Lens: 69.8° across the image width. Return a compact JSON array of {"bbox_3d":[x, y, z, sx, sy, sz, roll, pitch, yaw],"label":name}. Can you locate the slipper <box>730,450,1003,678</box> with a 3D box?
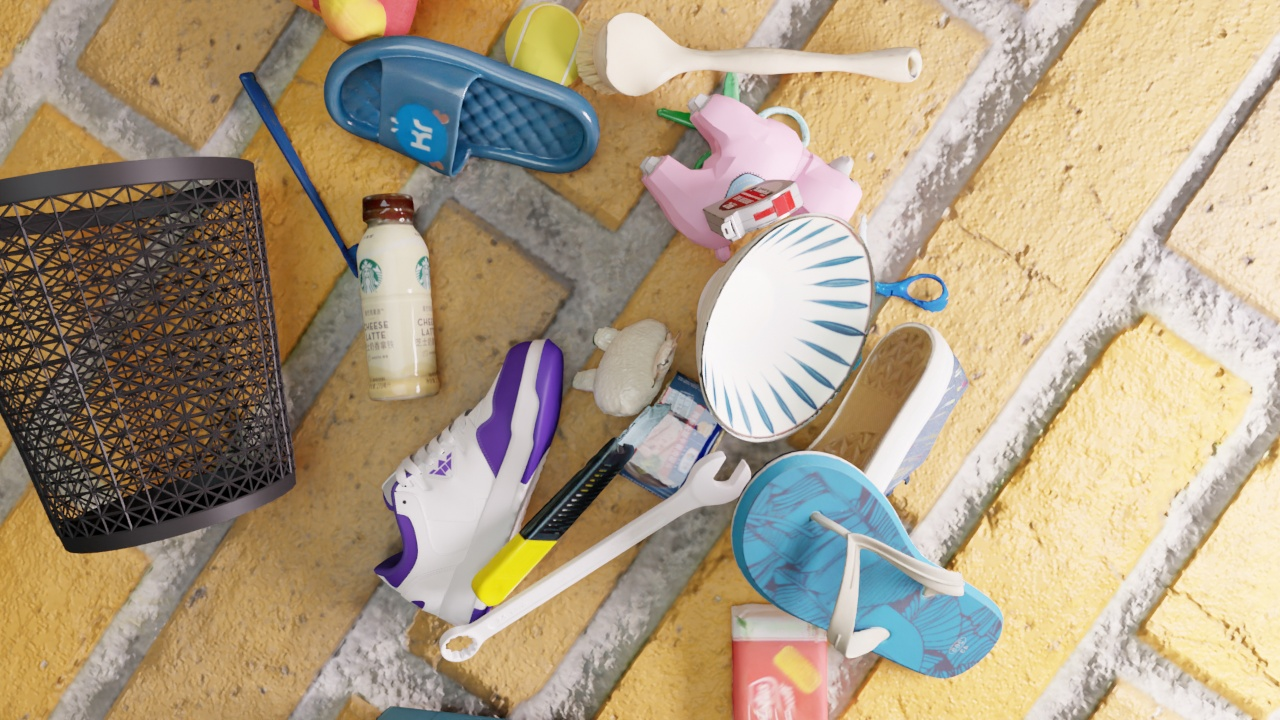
[{"bbox_3d":[0.174,0.172,0.667,0.295,0.060,0.118,37,107,-28],"label":"slipper"}]

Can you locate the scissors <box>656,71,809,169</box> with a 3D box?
[{"bbox_3d":[0.076,-0.184,0.741,0.131,0.011,0.125,4,94,0],"label":"scissors"}]

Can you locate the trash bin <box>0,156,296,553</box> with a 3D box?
[{"bbox_3d":[-0.366,-0.005,0.674,0.217,0.217,0.243,-11,98,2],"label":"trash bin"}]

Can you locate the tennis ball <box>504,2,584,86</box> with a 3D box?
[{"bbox_3d":[-0.073,-0.244,0.716,0.065,0.065,0.065,0,92,2],"label":"tennis ball"}]

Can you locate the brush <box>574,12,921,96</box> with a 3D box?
[{"bbox_3d":[0.086,-0.232,0.708,0.272,0.077,0.062,-1,114,-8],"label":"brush"}]

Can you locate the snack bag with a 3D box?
[{"bbox_3d":[0.113,0.258,0.744,0.077,0.036,0.116,-1,92,1],"label":"snack bag"}]

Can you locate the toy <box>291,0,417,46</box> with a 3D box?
[{"bbox_3d":[-0.179,-0.341,0.699,0.147,0.098,0.216,41,93,17],"label":"toy"}]

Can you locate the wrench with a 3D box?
[{"bbox_3d":[-0.035,0.151,0.698,0.273,0.009,0.047,-33,125,1],"label":"wrench"}]

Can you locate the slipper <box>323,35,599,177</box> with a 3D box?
[{"bbox_3d":[-0.137,-0.188,0.703,0.213,0.104,0.059,10,51,-4],"label":"slipper"}]

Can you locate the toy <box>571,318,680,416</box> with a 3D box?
[{"bbox_3d":[-0.004,0.004,0.717,0.112,0.050,0.087,0,54,40],"label":"toy"}]

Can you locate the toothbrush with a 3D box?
[{"bbox_3d":[-0.274,-0.153,0.752,0.017,0.016,0.190,-31,91,-5],"label":"toothbrush"}]

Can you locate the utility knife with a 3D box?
[{"bbox_3d":[-0.049,0.104,0.689,0.203,0.020,0.029,-45,131,-5],"label":"utility knife"}]

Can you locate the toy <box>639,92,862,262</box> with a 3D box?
[{"bbox_3d":[0.087,-0.134,0.707,0.157,0.067,0.123,36,98,-11],"label":"toy"}]

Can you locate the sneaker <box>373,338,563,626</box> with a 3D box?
[{"bbox_3d":[-0.139,0.087,0.722,0.111,0.091,0.244,20,99,2],"label":"sneaker"}]

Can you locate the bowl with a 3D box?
[{"bbox_3d":[0.093,-0.032,0.697,0.176,0.071,0.177,-17,120,-33],"label":"bowl"}]

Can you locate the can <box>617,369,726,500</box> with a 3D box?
[{"bbox_3d":[0.030,0.062,0.731,0.059,0.054,0.100,30,92,3],"label":"can"}]

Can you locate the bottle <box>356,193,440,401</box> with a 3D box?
[{"bbox_3d":[-0.195,-0.050,0.732,0.056,0.056,0.162,-4,92,2],"label":"bottle"}]

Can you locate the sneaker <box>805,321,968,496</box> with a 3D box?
[{"bbox_3d":[0.179,0.086,0.718,0.079,0.087,0.235,28,98,-31],"label":"sneaker"}]

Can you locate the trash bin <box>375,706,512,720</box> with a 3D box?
[{"bbox_3d":[-0.119,0.374,0.687,0.219,0.199,0.196,10,92,8],"label":"trash bin"}]

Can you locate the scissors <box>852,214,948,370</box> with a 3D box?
[{"bbox_3d":[0.186,-0.055,0.743,0.133,0.014,0.127,-1,88,6],"label":"scissors"}]

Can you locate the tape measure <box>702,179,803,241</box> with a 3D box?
[{"bbox_3d":[0.079,-0.106,0.648,0.062,0.060,0.020,-25,109,-3],"label":"tape measure"}]
